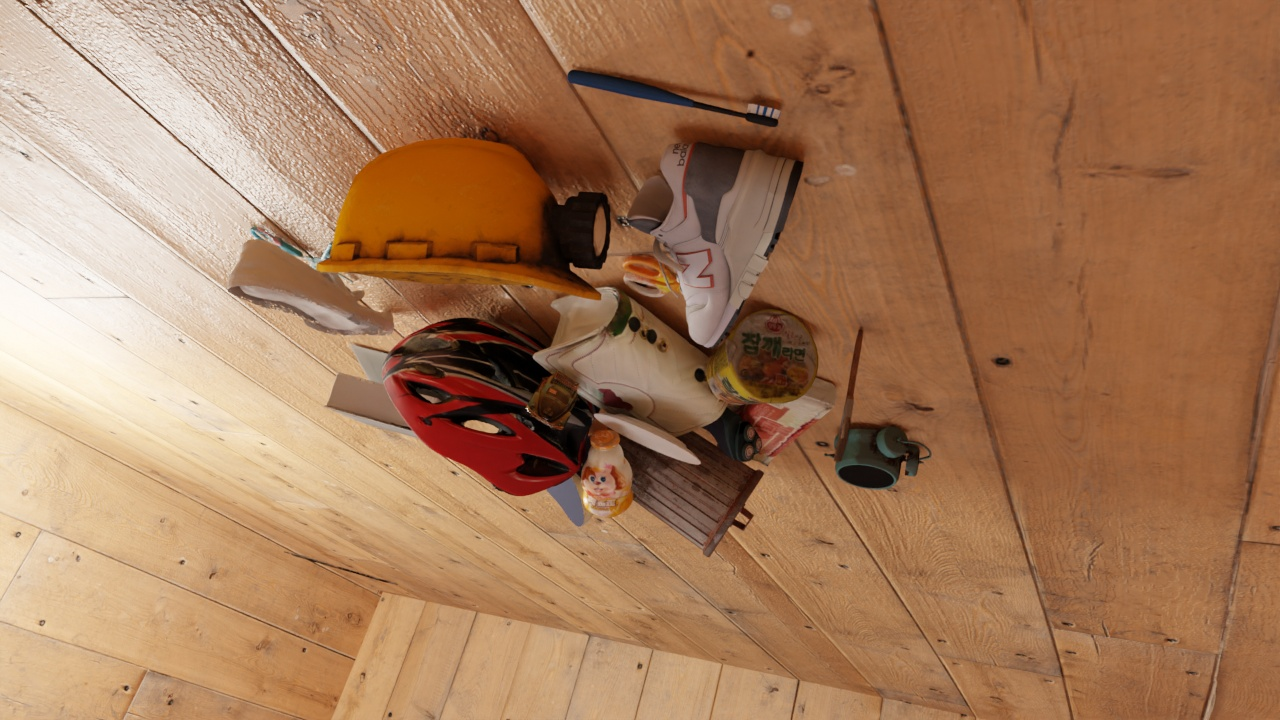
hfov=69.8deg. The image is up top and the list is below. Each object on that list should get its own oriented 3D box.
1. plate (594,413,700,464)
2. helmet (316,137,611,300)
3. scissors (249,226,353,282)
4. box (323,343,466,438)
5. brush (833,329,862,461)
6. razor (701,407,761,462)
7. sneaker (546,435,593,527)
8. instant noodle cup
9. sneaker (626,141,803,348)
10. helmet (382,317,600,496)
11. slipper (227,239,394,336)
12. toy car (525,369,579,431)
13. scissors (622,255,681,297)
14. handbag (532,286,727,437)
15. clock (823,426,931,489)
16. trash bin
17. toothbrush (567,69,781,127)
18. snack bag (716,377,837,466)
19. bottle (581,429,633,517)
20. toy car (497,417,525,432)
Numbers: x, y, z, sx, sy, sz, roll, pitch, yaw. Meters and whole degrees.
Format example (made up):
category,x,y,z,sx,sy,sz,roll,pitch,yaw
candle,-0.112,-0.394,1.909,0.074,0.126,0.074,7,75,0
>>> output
category,x,y,z,sx,sy,sz,roll,pitch,yaw
plate,0.010,0.086,1.060,0.134,0.011,0.135,24,169,5
helmet,-0.156,-0.130,0.818,0.255,0.131,0.205,5,-176,12
scissors,-0.404,-0.132,1.117,0.135,0.015,0.136,26,157,-32
box,-0.326,-0.054,1.461,0.169,0.402,0.172,14,155,7
brush,0.205,0.028,0.892,0.008,0.142,0.045,11,146,10
razor,0.086,0.071,1.129,0.143,0.047,0.052,35,128,23
sneaker,-0.061,0.163,1.308,0.118,0.091,0.233,-16,-171,-18
instant noodle cup,0.119,0.005,0.970,0.102,0.102,0.108,23,163,-11
sneaker,0.048,-0.108,0.802,0.124,0.088,0.240,23,146,-1
helmet,-0.181,0.044,1.118,0.272,0.167,0.217,31,-161,-2
slipper,-0.393,-0.079,1.120,0.112,0.074,0.246,12,170,28
toy car,-0.089,0.037,0.997,0.047,0.047,0.111,34,-167,-6
scissors,0.043,-0.073,0.944,0.130,0.013,0.070,18,155,2
handbag,-0.006,0.006,1.040,0.198,0.096,0.142,36,150,-33
clock,0.294,0.119,1.124,0.124,0.053,0.090,-11,143,41
trash bin,0.052,0.152,1.195,0.211,0.130,0.131,33,157,10
toothbrush,0.023,-0.201,0.697,0.168,0.014,0.014,16,-172,10
snack bag,0.163,0.073,1.132,0.077,0.041,0.226,21,156,-4
bottle,-0.041,0.137,1.117,0.063,0.063,0.109,9,123,18
toy car,-0.168,0.112,1.415,0.120,0.043,0.056,-5,146,35
